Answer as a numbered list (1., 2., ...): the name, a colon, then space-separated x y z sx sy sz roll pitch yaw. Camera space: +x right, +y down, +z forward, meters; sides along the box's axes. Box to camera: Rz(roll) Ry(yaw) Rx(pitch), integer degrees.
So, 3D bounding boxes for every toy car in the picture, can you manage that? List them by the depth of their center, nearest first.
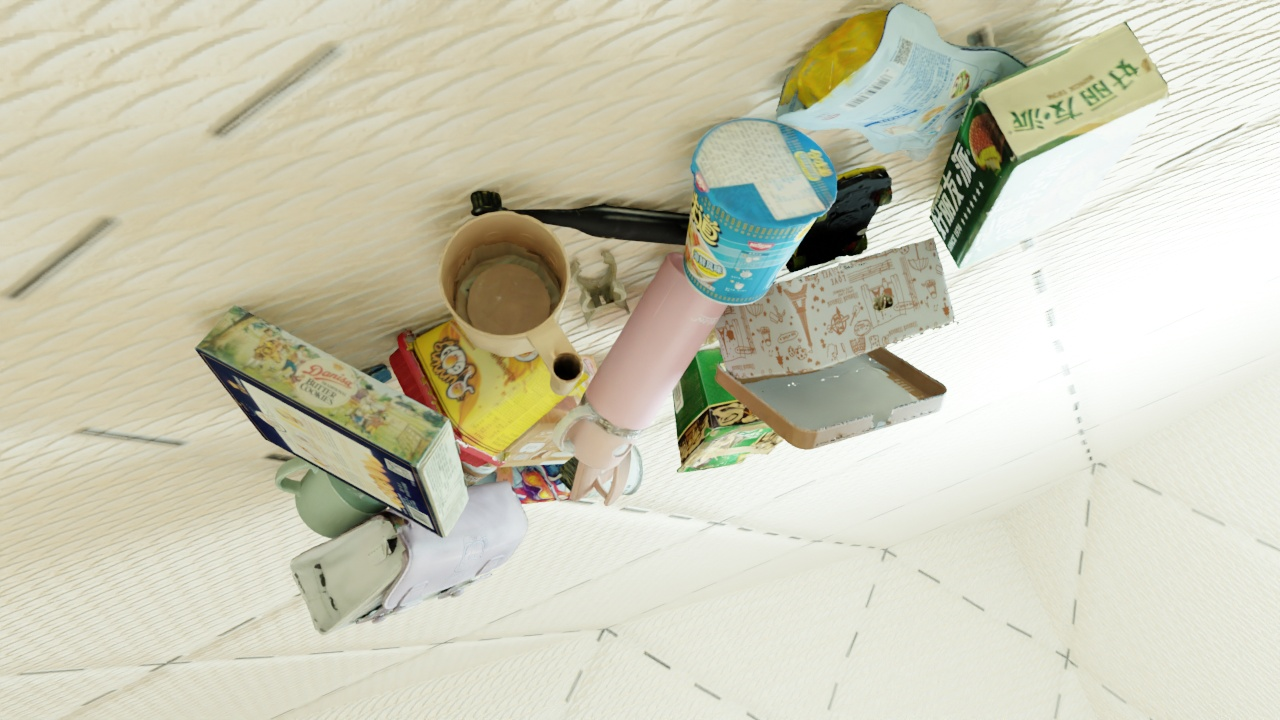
1. toy car: 0.159 -0.118 0.755 0.071 0.041 0.156 -16 163 -8

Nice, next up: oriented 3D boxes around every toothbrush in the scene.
1. toothbrush: -0.027 -0.102 0.667 0.212 0.027 0.026 0 166 -37

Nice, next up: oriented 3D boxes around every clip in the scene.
1. clip: -0.042 -0.053 0.764 0.076 0.034 0.104 -17 166 -12
2. clip: -0.243 0.019 0.789 0.056 0.027 0.024 -25 162 -12

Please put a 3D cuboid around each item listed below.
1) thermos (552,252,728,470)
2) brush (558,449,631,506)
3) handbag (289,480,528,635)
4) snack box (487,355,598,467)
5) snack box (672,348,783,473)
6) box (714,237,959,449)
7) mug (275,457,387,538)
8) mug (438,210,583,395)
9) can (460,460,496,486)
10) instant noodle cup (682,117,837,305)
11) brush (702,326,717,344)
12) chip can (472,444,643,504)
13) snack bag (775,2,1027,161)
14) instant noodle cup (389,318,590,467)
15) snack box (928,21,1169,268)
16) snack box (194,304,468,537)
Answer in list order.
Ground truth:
1. thermos: -0.005 0.005 0.785 0.087 0.067 0.199 7 124 -48
2. brush: -0.041 0.095 1.008 0.063 0.073 0.146 -28 146 -40
3. handbag: -0.220 0.194 0.921 0.145 0.098 0.196 -39 164 21
4. snack box: -0.095 0.048 0.889 0.094 0.077 0.093 3 148 -43
5. snack box: 0.091 0.049 1.005 0.117 0.105 0.118 -6 153 -24
6. box: 0.170 -0.004 0.811 0.181 0.158 0.149 -17 -178 -28
7. mug: -0.292 0.115 0.890 0.111 0.082 0.107 16 143 -28
8. mug: -0.081 -0.032 0.635 0.084 0.124 0.104 -35 177 -10
9. can: -0.207 0.117 0.982 0.117 0.058 0.058 -34 154 32
10. instant noodle cup: 0.074 -0.098 0.650 0.099 0.099 0.110 -12 152 -17
11. brush: 0.111 -0.053 0.884 0.254 0.046 0.083 -14 153 -22
12. chip can: -0.100 0.133 1.091 0.214 0.071 0.071 2 150 -40
13. snack bag: 0.184 -0.184 0.631 0.190 0.038 0.111 -1 146 -44
14. instant noodle cup: -0.119 0.009 0.752 0.124 0.116 0.116 -34 156 4
15. snack box: 0.305 -0.155 0.719 0.114 0.063 0.240 -25 165 4
16. snack box: -0.223 0.053 0.696 0.045 0.182 0.178 -59 172 -25
